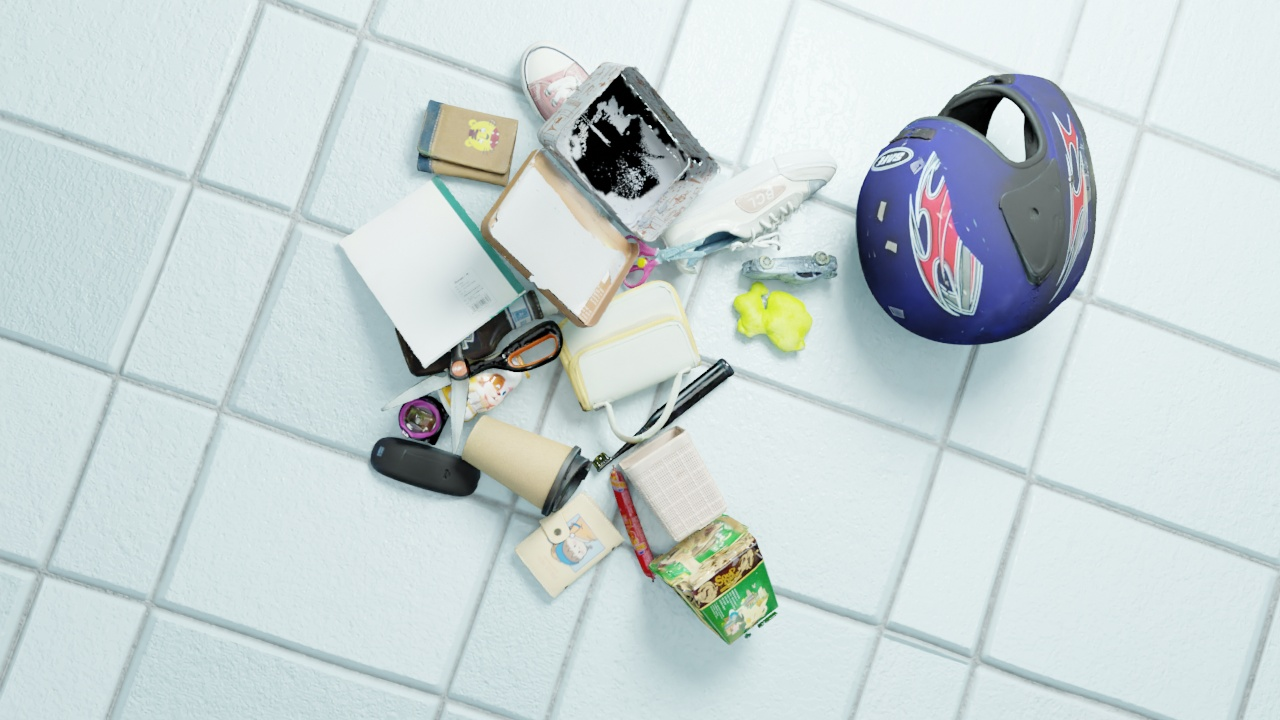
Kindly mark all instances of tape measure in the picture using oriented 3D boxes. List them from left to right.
[{"bbox_3d":[-0.266,0.070,1.120,0.058,0.039,0.057,27,86,-3],"label":"tape measure"}]

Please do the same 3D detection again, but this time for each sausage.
[{"bbox_3d":[-0.010,0.204,1.148,0.020,0.020,0.156,-20,90,-5],"label":"sausage"}]

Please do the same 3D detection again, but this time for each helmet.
[{"bbox_3d":[0.374,-0.174,1.075,0.240,0.248,0.315,-7,95,-24],"label":"helmet"}]

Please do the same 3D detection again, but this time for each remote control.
[{"bbox_3d":[-0.265,0.131,1.126,0.136,0.024,0.053,17,86,-4],"label":"remote control"}]

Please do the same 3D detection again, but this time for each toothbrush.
[{"bbox_3d":[0.027,0.070,1.153,0.212,0.026,0.027,-37,80,-4],"label":"toothbrush"}]

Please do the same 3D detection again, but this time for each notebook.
[{"bbox_3d":[-0.252,-0.112,1.104,0.150,0.012,0.209,-37,69,-5],"label":"notebook"}]

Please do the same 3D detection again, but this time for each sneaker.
[{"bbox_3d":[-0.068,-0.293,1.126,0.118,0.088,0.241,-31,92,-5],"label":"sneaker"},{"bbox_3d":[0.142,-0.180,1.137,0.242,0.089,0.090,-24,75,-2],"label":"sneaker"}]

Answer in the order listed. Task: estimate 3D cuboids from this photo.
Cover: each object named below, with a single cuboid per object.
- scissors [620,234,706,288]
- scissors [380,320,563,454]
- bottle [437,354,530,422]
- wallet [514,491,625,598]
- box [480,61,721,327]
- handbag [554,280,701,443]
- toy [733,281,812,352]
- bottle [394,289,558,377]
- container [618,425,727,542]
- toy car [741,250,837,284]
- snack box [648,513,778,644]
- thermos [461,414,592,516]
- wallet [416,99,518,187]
[{"bbox_3d":[0.024,-0.137,1.124,0.138,0.017,0.073,-17,85,38],"label":"scissors"},{"bbox_3d":[-0.202,-0.007,1.082,0.234,0.022,0.220,-16,74,-6],"label":"scissors"},{"bbox_3d":[-0.189,0.029,1.116,0.108,0.063,0.063,-28,90,-5],"label":"bottle"},{"bbox_3d":[-0.090,0.226,1.139,0.115,0.024,0.087,-38,96,-4],"label":"wallet"},{"bbox_3d":[-0.052,-0.189,1.050,0.259,0.110,0.179,-49,120,-2],"label":"box"},{"bbox_3d":[-0.007,0.007,1.127,0.163,0.063,0.178,-22,85,-4],"label":"handbag"},{"bbox_3d":[0.171,-0.056,1.167,0.100,0.031,0.096,-9,87,-5],"label":"toy"},{"bbox_3d":[-0.198,-0.044,1.129,0.195,0.044,0.080,-20,82,-7],"label":"bottle"},{"bbox_3d":[0.042,0.151,1.120,0.090,0.090,0.111,-32,93,-5],"label":"container"},{"bbox_3d":[0.188,-0.115,1.159,0.120,0.054,0.036,-2,86,-5],"label":"toy car"},{"bbox_3d":[0.096,0.270,1.111,0.118,0.117,0.105,-33,105,-14],"label":"snack box"},{"bbox_3d":[-0.139,0.124,1.110,0.143,0.093,0.093,26,86,5],"label":"thermos"},{"bbox_3d":[-0.215,-0.269,1.143,0.115,0.033,0.090,11,86,-8],"label":"wallet"}]
